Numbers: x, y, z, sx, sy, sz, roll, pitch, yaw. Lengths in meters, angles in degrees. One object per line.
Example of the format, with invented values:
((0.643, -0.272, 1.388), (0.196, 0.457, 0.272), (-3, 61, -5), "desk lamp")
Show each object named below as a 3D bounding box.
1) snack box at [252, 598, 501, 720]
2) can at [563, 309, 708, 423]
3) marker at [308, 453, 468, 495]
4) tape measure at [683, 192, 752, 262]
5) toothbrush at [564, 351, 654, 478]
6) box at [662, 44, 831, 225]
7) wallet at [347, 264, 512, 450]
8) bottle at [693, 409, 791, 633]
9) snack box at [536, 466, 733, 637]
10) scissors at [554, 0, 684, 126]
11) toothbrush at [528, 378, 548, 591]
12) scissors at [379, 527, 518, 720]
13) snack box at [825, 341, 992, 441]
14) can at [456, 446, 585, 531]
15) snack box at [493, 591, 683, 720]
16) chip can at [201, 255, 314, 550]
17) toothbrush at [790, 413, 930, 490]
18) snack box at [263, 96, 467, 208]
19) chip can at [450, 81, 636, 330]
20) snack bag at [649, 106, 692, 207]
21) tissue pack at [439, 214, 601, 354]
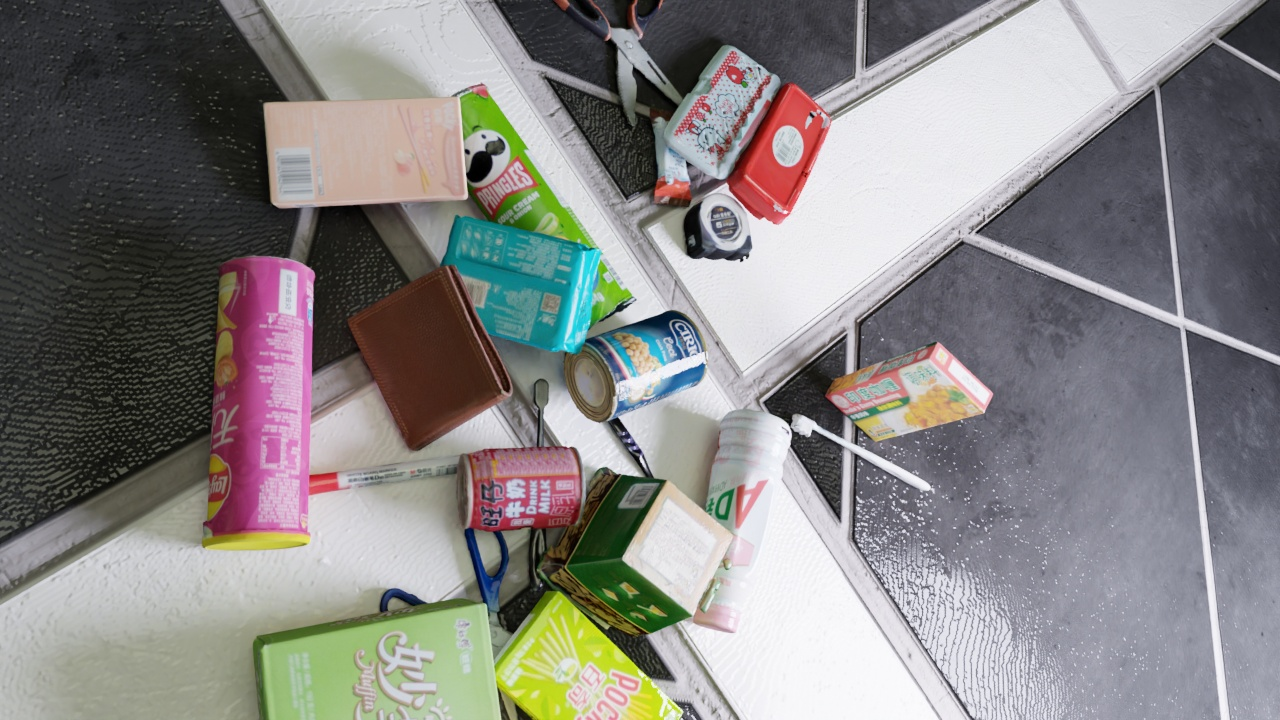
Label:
((-0.179, 0.285, 0.643), (0.157, 0.070, 0.210), (-4, 81, -28), "snack box")
((-0.005, 0.005, 0.819), (0.111, 0.075, 0.075), (-20, 84, -36), "can")
((-0.196, 0.090, 0.734), (0.145, 0.017, 0.017), (-6, 77, -29), "marker")
((0.078, -0.136, 0.937), (0.065, 0.034, 0.066), (2, 75, -28), "tape measure")
((-0.013, 0.068, 0.836), (0.014, 0.017, 0.189), (-34, 90, -37), "toothbrush")
((0.120, -0.247, 0.974), (0.158, 0.039, 0.200), (39, 50, -12), "box")
((-0.170, -0.003, 0.741), (0.101, 0.032, 0.124), (-28, 85, 13), "wallet")
((0.088, 0.145, 0.835), (0.068, 0.068, 0.196), (22, 68, -20), "bottle")
((0.004, 0.155, 0.759), (0.117, 0.106, 0.118), (41, 58, -15), "snack box")
((-0.023, -0.349, 0.963), (0.189, 0.015, 0.225), (15, 67, -22), "scissors")
((-0.088, 0.105, 0.787), (0.015, 0.018, 0.181), (6, 73, -27), "toothbrush")
((-0.127, 0.207, 0.735), (0.162, 0.012, 0.174), (10, 71, -25), "scissors")
((0.260, 0.034, 0.904), (0.077, 0.156, 0.027), (41, 62, -10), "snack box")
((-0.097, 0.103, 0.739), (0.093, 0.067, 0.066), (0, 74, -19), "can")
((-0.043, 0.270, 0.744), (0.156, 0.026, 0.085), (47, 60, -12), "snack box")
((-0.280, 0.032, 0.679), (0.071, 0.072, 0.210), (4, 72, -26), "chip can")
((0.230, 0.100, 0.951), (0.180, 0.016, 0.016), (27, 71, -17), "toothbrush")
((-0.225, -0.172, 0.758), (0.157, 0.026, 0.084), (-4, 91, -9), "snack box")
((-0.098, -0.131, 0.822), (0.072, 0.072, 0.236), (-37, 93, -31), "chip can")
((0.030, -0.208, 0.939), (0.048, 0.026, 0.104), (4, 71, -34), "snack bag")
((-0.103, -0.064, 0.770), (0.133, 0.050, 0.093), (15, 95, 7), "tissue pack")
